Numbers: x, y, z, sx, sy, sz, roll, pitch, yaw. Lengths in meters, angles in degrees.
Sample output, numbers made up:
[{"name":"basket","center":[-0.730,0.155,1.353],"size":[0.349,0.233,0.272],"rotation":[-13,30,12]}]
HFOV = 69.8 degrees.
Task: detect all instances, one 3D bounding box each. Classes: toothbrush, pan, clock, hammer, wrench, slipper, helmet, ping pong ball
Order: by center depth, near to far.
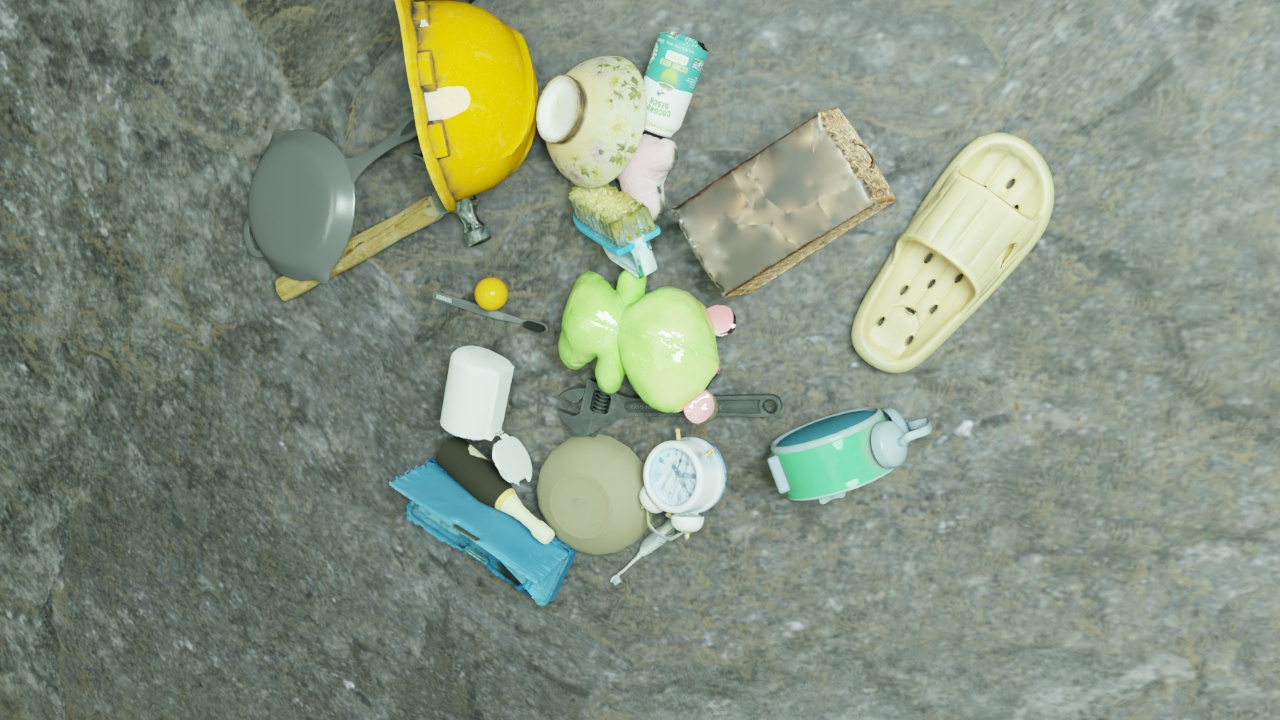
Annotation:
[{"name":"slipper","center":[0.300,-0.093,0.893],"size":[0.111,0.079,0.262],"rotation":[35,112,8]},{"name":"clock","center":[0.219,0.093,0.942],"size":[0.162,0.121,0.075],"rotation":[-20,92,21]},{"name":"helmet","center":[-0.179,-0.299,1.000],"size":[0.131,0.205,0.255],"rotation":[-12,90,-4]},{"name":"clock","center":[0.044,0.146,1.049],"size":[0.089,0.051,0.125],"rotation":[27,104,34]},{"name":"wrench","center":[0.027,0.053,1.054],"size":[0.274,0.018,0.073],"rotation":[-1,103,22]},{"name":"toothbrush","center":[0.022,0.212,1.101],"size":[0.186,0.022,0.024],"rotation":[-45,65,22]},{"name":"ping pong ball","center":[-0.181,-0.081,1.111],"size":[0.040,0.040,0.040],"rotation":[5,103,21]},{"name":"toothbrush","center":[-0.188,-0.060,1.135],"size":[0.167,0.013,0.013],"rotation":[18,107,20]},{"name":"pan","center":[-0.395,-0.223,1.154],"size":[0.355,0.024,0.216],"rotation":[-24,82,28]},{"name":"hammer","center":[-0.345,-0.152,1.168],"size":[0.331,0.033,0.132],"rotation":[-22,94,25]}]

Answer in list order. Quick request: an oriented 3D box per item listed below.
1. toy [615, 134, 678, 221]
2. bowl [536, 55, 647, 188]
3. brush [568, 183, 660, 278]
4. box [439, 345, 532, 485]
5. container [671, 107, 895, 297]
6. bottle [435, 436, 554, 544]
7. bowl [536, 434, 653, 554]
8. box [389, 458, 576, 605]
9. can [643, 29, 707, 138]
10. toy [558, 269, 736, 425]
[{"name":"toy","center":[-0.003,-0.212,1.003],"size":[0.096,0.052,0.099],"rotation":[40,138,26]},{"name":"bowl","center":[-0.065,-0.261,0.982],"size":[0.145,0.063,0.145],"rotation":[-3,86,45]},{"name":"brush","center":[-0.033,-0.146,1.010],"size":[0.136,0.055,0.075],"rotation":[39,154,50]},{"name":"box","center":[-0.181,0.068,1.123],"size":[0.136,0.084,0.147],"rotation":[19,109,11]},{"name":"container","center":[0.142,-0.156,0.924],"size":[0.199,0.112,0.114],"rotation":[-33,88,23]},{"name":"bottle","center":[-0.177,0.165,1.142],"size":[0.184,0.045,0.045],"rotation":[37,112,22]},{"name":"bowl","center":[-0.062,0.168,1.110],"size":[0.152,0.050,0.152],"rotation":[5,103,21]},{"name":"box","center":[-0.210,0.227,1.150],"size":[0.231,0.112,0.094],"rotation":[31,110,14]},{"name":"can","center":[0.030,-0.292,0.971],"size":[0.055,0.054,0.102],"rotation":[27,110,15]},{"name":"toy","center":[-0.001,-0.026,1.007],"size":[0.197,0.107,0.150],"rotation":[14,84,25]}]
